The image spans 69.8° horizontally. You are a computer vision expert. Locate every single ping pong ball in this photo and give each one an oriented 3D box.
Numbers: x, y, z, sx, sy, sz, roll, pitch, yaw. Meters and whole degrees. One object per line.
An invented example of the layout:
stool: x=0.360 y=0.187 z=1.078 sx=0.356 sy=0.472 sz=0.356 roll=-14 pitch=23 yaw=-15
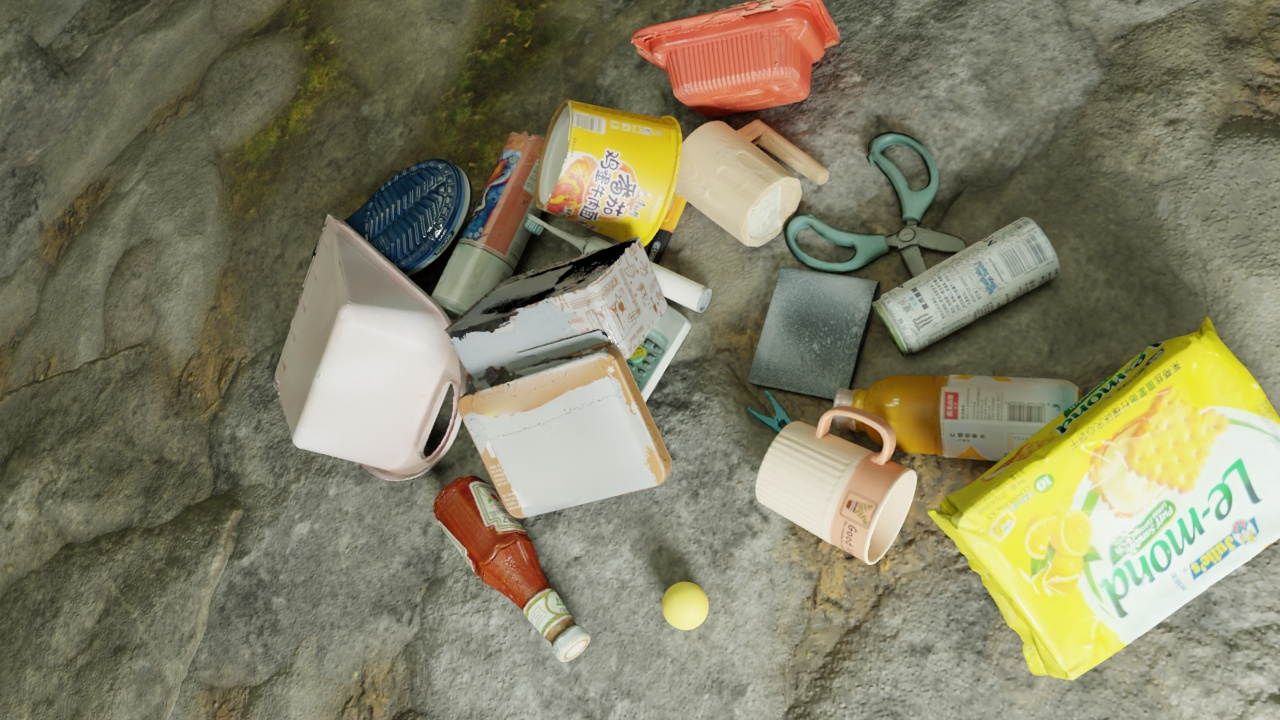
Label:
ping pong ball: x=0.038 y=0.211 z=0.790 sx=0.040 sy=0.040 sz=0.040 roll=-9 pitch=67 yaw=20

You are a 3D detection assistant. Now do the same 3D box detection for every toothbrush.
toothbrush: x=-0.028 y=-0.104 z=0.932 sx=0.221 sy=0.026 sz=0.026 roll=27 pitch=92 yaw=21

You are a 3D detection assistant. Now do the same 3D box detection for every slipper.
slipper: x=-0.272 y=-0.132 z=1.037 sx=0.253 sy=0.095 sz=0.105 roll=-24 pitch=76 yaw=32

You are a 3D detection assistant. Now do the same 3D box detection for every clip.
clip: x=0.124 y=0.053 z=0.831 sx=0.039 sy=0.013 sz=0.056 roll=-47 pitch=60 yaw=2

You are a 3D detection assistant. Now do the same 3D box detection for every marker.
marker: x=0.019 y=-0.122 z=0.944 sx=0.018 sy=0.015 sz=0.123 roll=18 pitch=81 yaw=30

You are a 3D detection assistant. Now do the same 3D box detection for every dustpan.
dustpan: x=-0.292 y=0.002 z=0.992 sx=0.223 sy=0.138 sz=0.273 roll=-63 pitch=32 yaw=19

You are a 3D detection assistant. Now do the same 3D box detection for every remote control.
remote control: x=-0.005 y=0.005 z=0.902 sx=0.056 sy=0.019 sz=0.135 roll=28 pitch=83 yaw=30

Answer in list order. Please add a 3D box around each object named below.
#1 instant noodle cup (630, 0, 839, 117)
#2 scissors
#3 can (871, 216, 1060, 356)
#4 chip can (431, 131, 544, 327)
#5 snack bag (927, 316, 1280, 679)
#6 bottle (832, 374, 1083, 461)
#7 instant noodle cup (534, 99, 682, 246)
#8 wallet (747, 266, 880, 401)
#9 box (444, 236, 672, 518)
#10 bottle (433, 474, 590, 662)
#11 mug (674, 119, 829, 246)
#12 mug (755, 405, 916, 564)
instant noodle cup: x=0.097 y=-0.296 z=0.909 sx=0.189 sy=0.164 sz=0.079 roll=-4 pitch=92 yaw=22
scissors: x=0.228 y=-0.147 z=0.862 sx=0.170 sy=0.019 sz=0.181 roll=13 pitch=75 yaw=29
can: x=0.276 y=-0.062 z=0.783 sx=0.147 sy=0.058 sz=0.058 roll=-30 pitch=61 yaw=11
chip can: x=-0.154 y=-0.140 z=0.995 sx=0.071 sy=0.071 sz=0.214 roll=18 pitch=77 yaw=28
snack bag: x=0.341 y=0.098 z=0.654 sx=0.246 sy=0.068 sz=0.158 roll=-38 pitch=98 yaw=5
bottle: x=0.254 y=0.045 z=0.745 sx=0.190 sy=0.068 sz=0.068 roll=2 pitch=71 yaw=24
instant noodle cup: x=-0.037 y=-0.187 z=0.903 sx=0.138 sy=0.109 sz=0.138 roll=-169 pitch=91 yaw=-69
wallet: x=0.159 y=-0.025 z=0.845 sx=0.097 sy=0.019 sz=0.120 roll=12 pitch=77 yaw=29
box: x=-0.059 y=0.010 z=0.871 sx=0.181 sy=0.157 sz=0.208 roll=-17 pitch=103 yaw=28
bottle: x=-0.120 y=0.192 z=0.857 sx=0.060 sy=0.060 sz=0.206 roll=-46 pitch=60 yaw=1
mug: x=0.108 y=-0.181 z=0.900 sx=0.124 sy=0.084 sz=0.103 roll=-33 pitch=58 yaw=-22
mug: x=0.162 y=0.092 z=0.749 sx=0.106 sy=0.081 sz=0.115 roll=25 pitch=117 yaw=31
